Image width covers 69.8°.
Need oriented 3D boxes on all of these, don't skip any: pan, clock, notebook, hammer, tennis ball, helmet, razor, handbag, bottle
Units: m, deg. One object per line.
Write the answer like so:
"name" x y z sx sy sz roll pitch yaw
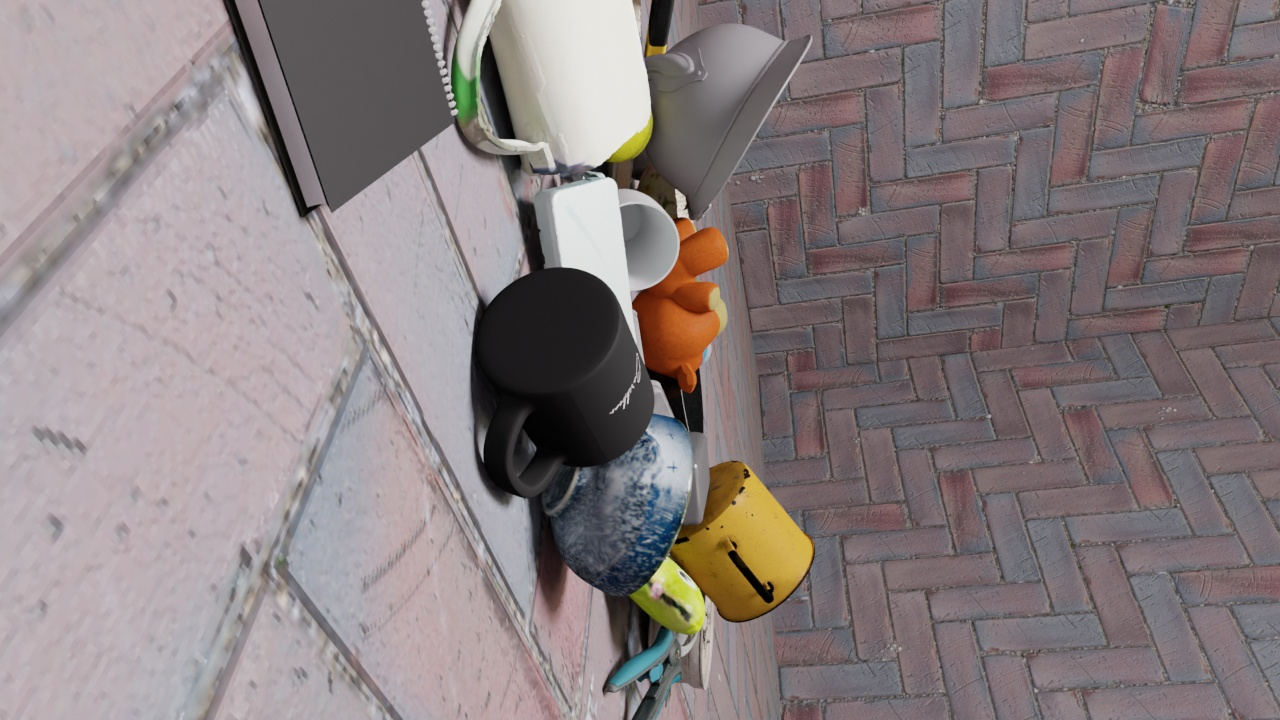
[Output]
"pan" 0.037 -0.059 1.085 0.204 0.044 0.355 62 23 -64
"clock" 0.033 0.224 0.829 0.103 0.061 0.157 -66 155 -66
"notebook" -0.121 -0.175 0.338 0.148 0.016 0.207 -75 157 -62
"hammer" 0.014 -0.314 0.910 0.325 0.034 0.169 112 -22 -79
"tennis ball" -0.023 -0.200 0.771 0.065 0.065 0.065 -6 89 -80
"helmet" 0.052 -0.234 0.828 0.183 0.117 0.271 -59 -174 3
"razor" -0.005 0.005 0.826 0.088 0.047 0.116 66 12 -59
"handbag" -0.069 -0.181 0.545 0.175 0.074 0.151 -57 142 -45
"bottle" 0.012 0.087 0.729 0.173 0.084 0.046 -37 122 -80

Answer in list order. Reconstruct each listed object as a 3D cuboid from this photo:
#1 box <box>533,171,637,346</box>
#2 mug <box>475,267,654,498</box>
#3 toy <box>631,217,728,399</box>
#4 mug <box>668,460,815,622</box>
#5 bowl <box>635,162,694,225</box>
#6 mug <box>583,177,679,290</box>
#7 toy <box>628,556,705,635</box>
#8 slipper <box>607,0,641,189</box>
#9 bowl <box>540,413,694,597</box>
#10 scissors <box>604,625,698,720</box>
"box" -0.038 -0.032 0.657 0.126 0.074 0.197 -127 -151 -69
"mug" -0.046 0.019 0.495 0.113 0.078 0.088 -63 156 -23
"toy" 0.032 -0.047 0.882 0.112 0.096 0.176 37 -68 58
"mug" 0.077 0.150 0.751 0.094 0.100 0.123 50 5 -14
"bowl" 0.019 -0.153 0.985 0.145 0.063 0.145 -6 89 -79
"mug" -0.024 -0.117 0.742 0.107 0.071 0.089 46 8 -24
"toy" 0.014 0.176 0.724 0.092 0.043 0.118 40 -6 9
"slipper" -0.023 -0.292 0.866 0.114 0.054 0.273 -65 156 -79
"bowl" -0.023 0.078 0.553 0.115 0.060 0.114 -48 -152 36
"scissors" 0.010 0.244 0.707 0.155 0.019 0.124 41 53 -53
